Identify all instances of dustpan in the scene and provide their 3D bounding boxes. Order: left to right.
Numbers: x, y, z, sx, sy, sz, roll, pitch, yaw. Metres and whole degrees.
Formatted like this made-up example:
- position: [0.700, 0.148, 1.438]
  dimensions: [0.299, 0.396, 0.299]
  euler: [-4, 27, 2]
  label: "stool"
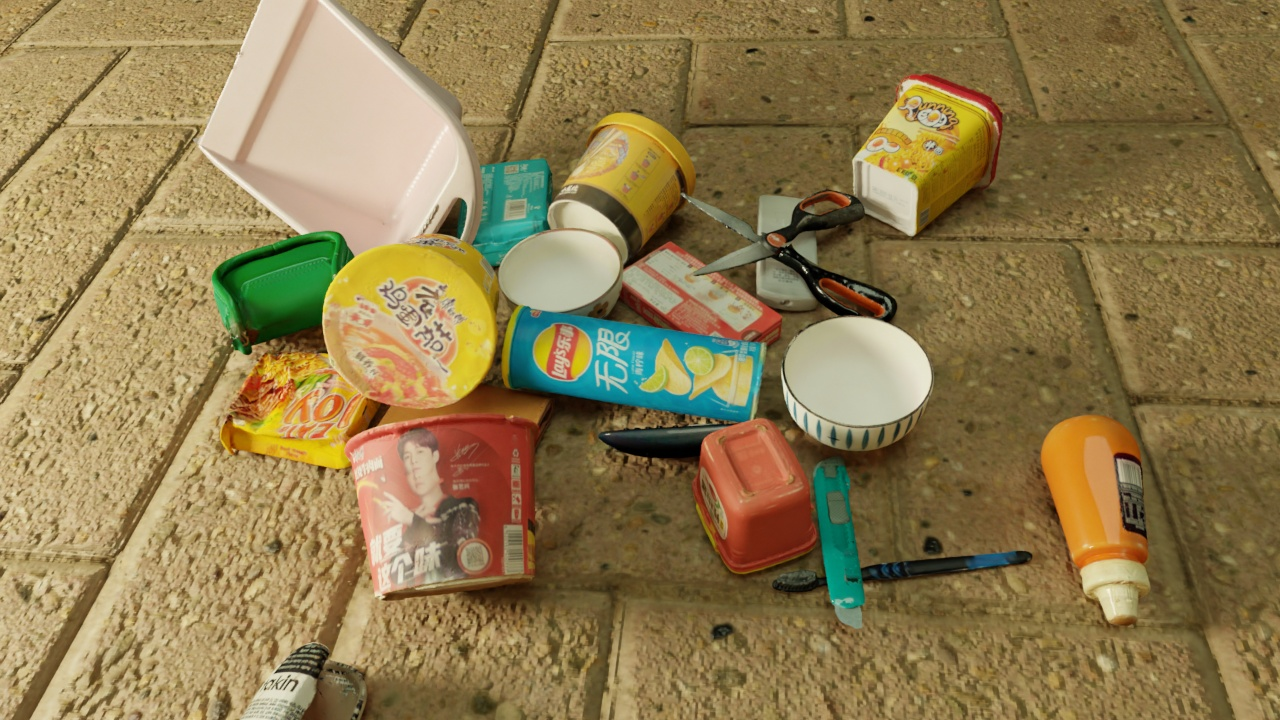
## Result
- position: [-0.279, -0.200, 0.870]
  dimensions: [0.273, 0.223, 0.138]
  euler: [25, 31, -20]
  label: "dustpan"

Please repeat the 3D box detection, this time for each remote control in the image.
- position: [0.034, 0.064, 0.726]
  dimensions: [0.136, 0.053, 0.024]
  euler: [-4, 76, 11]
  label: "remote control"
- position: [0.142, -0.106, 0.891]
  dimensions: [0.058, 0.021, 0.149]
  euler: [7, 49, 1]
  label: "remote control"

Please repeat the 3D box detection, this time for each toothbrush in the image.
- position: [0.188, 0.149, 0.657]
  dimensions: [0.189, 0.016, 0.014]
  euler: [-6, 48, -1]
  label: "toothbrush"

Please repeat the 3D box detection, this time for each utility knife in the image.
- position: [0.145, 0.126, 0.668]
  dimensions: [0.029, 0.013, 0.165]
  euler: [-2, 38, 5]
  label: "utility knife"

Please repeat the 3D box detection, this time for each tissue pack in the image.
- position: [-0.137, -0.156, 0.946]
  dimensions: [0.093, 0.050, 0.133]
  euler: [-6, 47, 3]
  label: "tissue pack"

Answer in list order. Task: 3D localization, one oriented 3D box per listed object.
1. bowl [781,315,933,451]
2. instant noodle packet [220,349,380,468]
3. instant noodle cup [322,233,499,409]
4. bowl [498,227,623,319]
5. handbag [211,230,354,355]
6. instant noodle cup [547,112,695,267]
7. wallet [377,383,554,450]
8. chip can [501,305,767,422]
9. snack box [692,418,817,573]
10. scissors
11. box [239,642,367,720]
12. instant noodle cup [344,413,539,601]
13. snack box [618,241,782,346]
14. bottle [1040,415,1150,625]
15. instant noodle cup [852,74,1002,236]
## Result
- position: [0.171, 0.027, 0.736]
  dimensions: [0.116, 0.066, 0.116]
  euler: [-3, 48, 3]
  label: "bowl"
- position: [-0.284, 0.037, 0.789]
  dimensions: [0.128, 0.044, 0.110]
  euler: [5, 51, 11]
  label: "instant noodle packet"
- position: [-0.181, -0.042, 0.768]
  dimensions: [0.138, 0.138, 0.109]
  euler: [-4, 20, 2]
  label: "instant noodle cup"
- position: [-0.069, -0.063, 0.847]
  dimensions: [0.113, 0.062, 0.113]
  euler: [-4, 47, 4]
  label: "bowl"
- position: [-0.324, -0.063, 0.850]
  dimensions: [0.131, 0.068, 0.120]
  euler: [-22, 30, -17]
  label: "handbag"
- position: [-0.023, -0.160, 0.901]
  dimensions: [0.118, 0.119, 0.114]
  euler: [20, 61, 22]
  label: "instant noodle cup"
- position: [-0.150, 0.060, 0.763]
  dimensions: [0.132, 0.031, 0.107]
  euler: [9, 45, 14]
  label: "wallet"
- position: [-0.005, 0.004, 0.761]
  dimensions: [0.210, 0.071, 0.071]
  euler: [9, 49, 7]
  label: "chip can"
- position: [0.085, 0.095, 0.673]
  dimensions: [0.082, 0.080, 0.091]
  euler: [-16, 47, -10]
  label: "snack box"
- position: [0.146, -0.110, 0.860]
  dimensions: [0.234, 0.022, 0.220]
  euler: [35, 50, 14]
  label: "scissors"
- position: [-0.229, 0.265, 0.578]
  dimensions: [0.075, 0.082, 0.163]
  euler: [-19, 39, 35]
  label: "box"
- position: [-0.133, 0.105, 0.640]
  dimensions: [0.138, 0.138, 0.108]
  euler: [-8, 73, -2]
  label: "instant noodle cup"
- position: [0.051, -0.051, 0.848]
  dimensions: [0.075, 0.025, 0.153]
  euler: [-34, 53, -24]
  label: "snack box"
- position: [0.327, 0.113, 0.649]
  dimensions: [0.067, 0.067, 0.149]
  euler: [2, 55, 7]
  label: "bottle"
- position: [0.279, -0.200, 0.913]
  dimensions: [0.116, 0.116, 0.123]
  euler: [35, 71, 31]
  label: "instant noodle cup"
